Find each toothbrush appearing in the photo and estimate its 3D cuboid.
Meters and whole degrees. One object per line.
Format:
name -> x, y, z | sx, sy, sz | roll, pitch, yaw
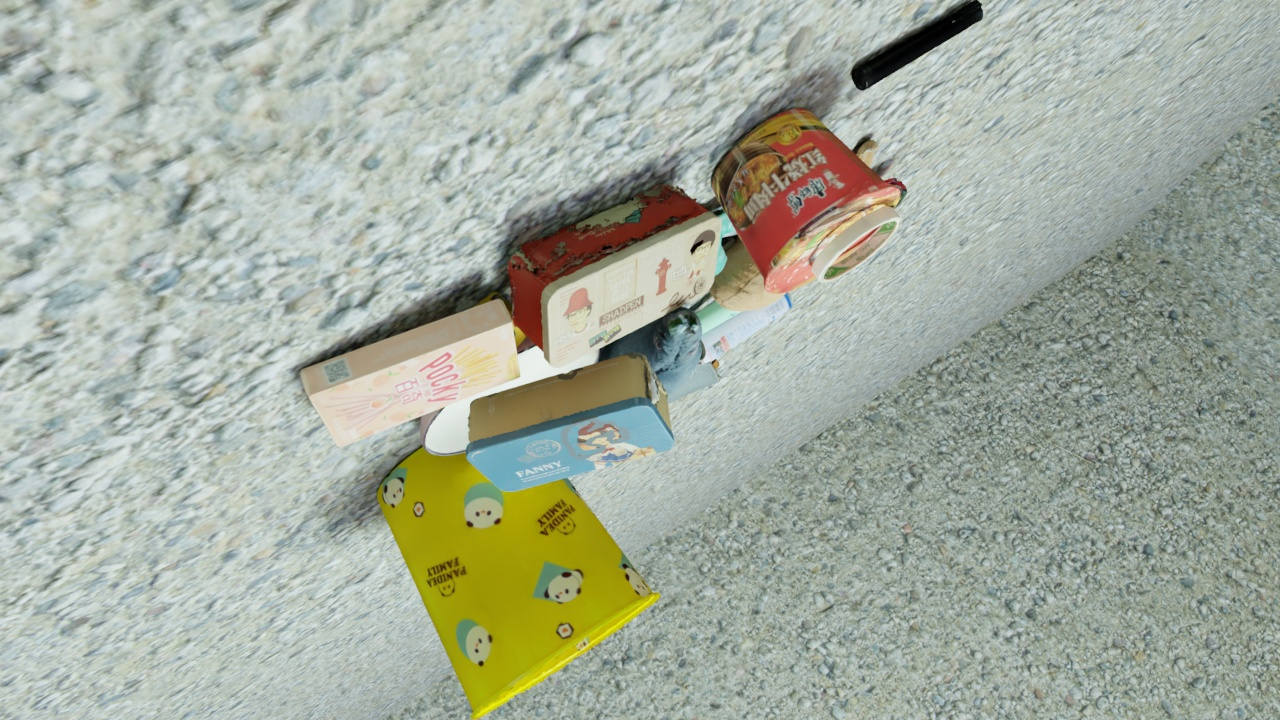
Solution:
toothbrush -> 0.126, -0.076, 1.049 | 0.225, 0.026, 0.027 | -30, 147, 18

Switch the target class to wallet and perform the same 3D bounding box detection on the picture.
wallet -> 0.055, 0.021, 1.236 | 0.106, 0.037, 0.130 | -24, 164, 5

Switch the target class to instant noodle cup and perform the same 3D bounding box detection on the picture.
instant noodle cup -> 0.135, -0.140, 0.793 | 0.137, 0.108, 0.138 | -31, 163, -11

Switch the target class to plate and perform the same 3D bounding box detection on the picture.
plate -> -0.127, 0.020, 0.865 | 0.192, 0.039, 0.193 | -31, 164, -10

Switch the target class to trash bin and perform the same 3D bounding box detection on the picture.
trash bin -> -0.143, 0.210, 0.989 | 0.229, 0.255, 0.230 | -32, 164, -10

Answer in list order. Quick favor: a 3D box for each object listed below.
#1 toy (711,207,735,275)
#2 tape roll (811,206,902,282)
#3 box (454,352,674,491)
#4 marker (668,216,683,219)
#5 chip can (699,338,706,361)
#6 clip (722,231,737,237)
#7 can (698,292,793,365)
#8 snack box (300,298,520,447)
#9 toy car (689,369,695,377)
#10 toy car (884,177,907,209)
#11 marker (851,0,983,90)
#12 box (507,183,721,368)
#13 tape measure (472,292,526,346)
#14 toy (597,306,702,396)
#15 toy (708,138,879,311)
toy -> 0.067, -0.109, 0.861 | 0.096, 0.030, 0.092 | -20, 146, -17
tape roll -> 0.185, -0.098, 0.786 | 0.085, 0.014, 0.086 | -32, 164, -10
box -> -0.066, 0.057, 0.795 | 0.184, 0.059, 0.090 | -19, 143, 13
marker -> 0.020, -0.100, 0.851 | 0.022, 0.018, 0.131 | -2, 154, -14
chip can -> -0.018, 0.035, 1.071 | 0.211, 0.071, 0.071 | -45, 161, 30
clip -> 0.080, -0.128, 0.885 | 0.056, 0.029, 0.025 | -22, 156, -20
can -> 0.116, -0.051, 1.115 | 0.134, 0.053, 0.053 | -33, 164, -3
snack box -> -0.172, 0.010, 0.710 | 0.157, 0.026, 0.085 | -21, 151, -13
toy car -> 0.030, 0.006, 1.136 | 0.090, 0.043, 0.034 | -15, 122, -38
toy car -> 0.242, -0.171, 1.029 | 0.120, 0.045, 0.053 | -24, 163, -16
marker -> 0.238, -0.269, 0.783 | 0.132, 0.020, 0.022 | -32, 166, -10
box -> -0.024, -0.076, 0.733 | 0.168, 0.077, 0.091 | -28, 144, -27
tape measure -> -0.123, -0.028, 0.752 | 0.057, 0.029, 0.060 | -34, 151, 8
toy -> -0.006, 0.005, 0.924 | 0.137, 0.091, 0.357 | -54, -174, -30
toy -> 0.162, -0.133, 0.931 | 0.226, 0.082, 0.143 | -40, -173, 13
